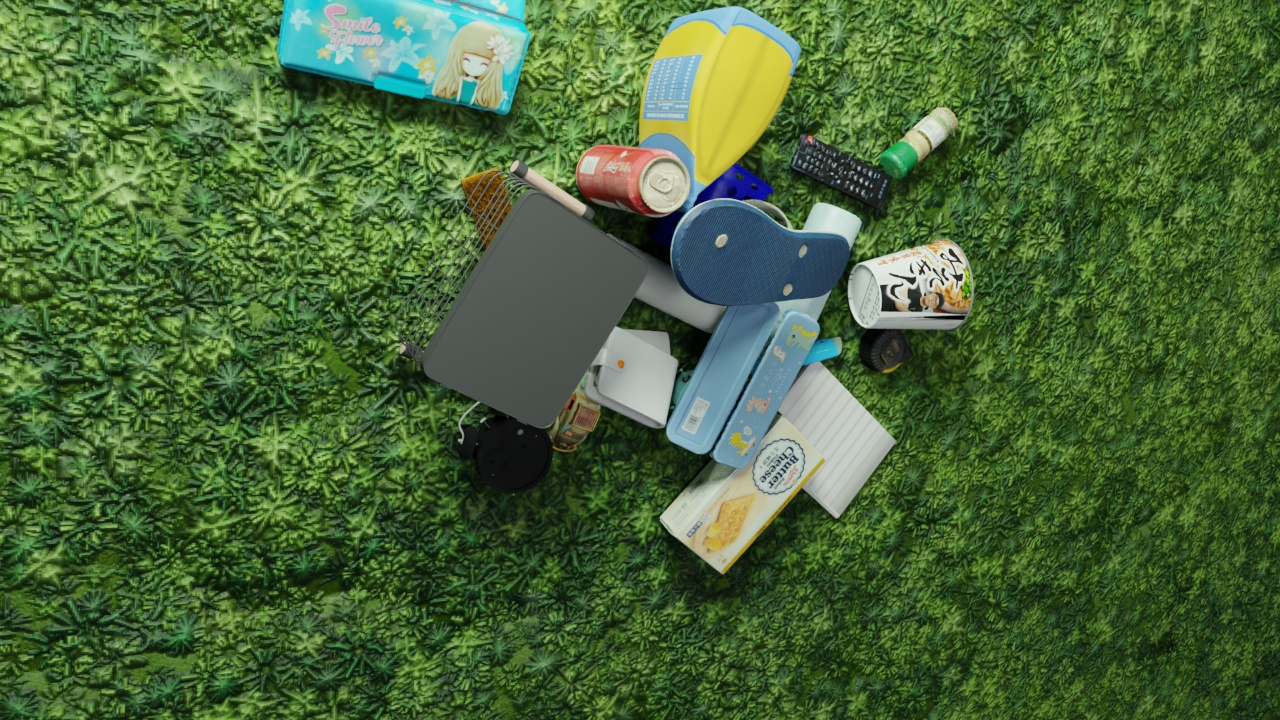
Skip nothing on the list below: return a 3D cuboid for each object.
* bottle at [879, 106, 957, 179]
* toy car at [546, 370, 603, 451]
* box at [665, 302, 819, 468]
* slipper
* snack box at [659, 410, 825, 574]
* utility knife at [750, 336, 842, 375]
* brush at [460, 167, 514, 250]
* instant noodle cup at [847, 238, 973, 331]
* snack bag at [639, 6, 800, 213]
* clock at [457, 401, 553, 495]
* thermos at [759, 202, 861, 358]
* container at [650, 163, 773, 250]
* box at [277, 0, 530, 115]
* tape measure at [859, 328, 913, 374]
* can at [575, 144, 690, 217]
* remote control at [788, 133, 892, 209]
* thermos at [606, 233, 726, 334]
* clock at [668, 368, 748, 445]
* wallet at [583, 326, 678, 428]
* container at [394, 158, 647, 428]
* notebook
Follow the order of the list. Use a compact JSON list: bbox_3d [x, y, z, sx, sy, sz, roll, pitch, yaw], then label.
[{"bbox_3d":[0.362,-0.284,1.194,0.111,0.043,0.043,-41,118,-12],"label":"bottle"},{"bbox_3d":[-0.069,0.058,1.078,0.047,0.047,0.112,22,90,-31],"label":"toy car"},{"bbox_3d":[0.125,0.025,1.102,0.127,0.034,0.209,24,99,-16],"label":"box"},{"bbox_3d":[0.127,-0.119,1.027,0.294,0.060,0.118,1,115,-43],"label":"slipper"},{"bbox_3d":[0.134,0.168,1.196,0.208,0.057,0.104,-47,119,-1],"label":"snack box"},{"bbox_3d":[0.194,-0.003,1.206,0.174,0.031,0.015,-11,149,-22],"label":"utility knife"},{"bbox_3d":[-0.153,-0.143,0.997,0.048,0.017,0.126,-24,114,-18],"label":"brush"},{"bbox_3d":[0.348,-0.092,1.206,0.121,0.123,0.124,-8,108,-14],"label":"instant noodle cup"},{"bbox_3d":[0.062,-0.260,0.987,0.102,0.159,0.205,22,96,-26],"label":"snack bag"},{"bbox_3d":[-0.156,0.095,1.050,0.091,0.042,0.121,-43,118,-9],"label":"clock"},{"bbox_3d":[0.206,-0.092,1.157,0.065,0.078,0.207,25,92,4],"label":"thermos"},{"bbox_3d":[0.081,-0.170,1.066,0.085,0.084,0.113,26,93,-31],"label":"container"},{"bbox_3d":[-0.218,-0.346,0.882,0.226,0.072,0.182,6,103,-27],"label":"box"},{"bbox_3d":[0.335,-0.016,1.260,0.062,0.038,0.067,-39,118,-11],"label":"tape measure"},{"bbox_3d":[-0.010,-0.191,0.965,0.067,0.170,0.067,-7,106,-24],"label":"can"},{"bbox_3d":[0.253,-0.239,1.166,0.150,0.022,0.047,18,96,-27],"label":"remote control"},{"bbox_3d":[0.041,-0.080,1.089,0.224,0.052,0.052,24,93,-29],"label":"thermos"},{"bbox_3d":[0.090,0.057,1.153,0.124,0.053,0.090,23,95,-29],"label":"clock"},{"bbox_3d":[-0.006,0.006,1.090,0.118,0.038,0.115,28,64,-32],"label":"wallet"},{"bbox_3d":[-0.128,-0.066,0.949,0.162,0.130,0.241,29,96,-36],"label":"container"},{"bbox_3d":[0.257,0.111,1.275,0.209,0.009,0.142,42,84,-29],"label":"notebook"}]
